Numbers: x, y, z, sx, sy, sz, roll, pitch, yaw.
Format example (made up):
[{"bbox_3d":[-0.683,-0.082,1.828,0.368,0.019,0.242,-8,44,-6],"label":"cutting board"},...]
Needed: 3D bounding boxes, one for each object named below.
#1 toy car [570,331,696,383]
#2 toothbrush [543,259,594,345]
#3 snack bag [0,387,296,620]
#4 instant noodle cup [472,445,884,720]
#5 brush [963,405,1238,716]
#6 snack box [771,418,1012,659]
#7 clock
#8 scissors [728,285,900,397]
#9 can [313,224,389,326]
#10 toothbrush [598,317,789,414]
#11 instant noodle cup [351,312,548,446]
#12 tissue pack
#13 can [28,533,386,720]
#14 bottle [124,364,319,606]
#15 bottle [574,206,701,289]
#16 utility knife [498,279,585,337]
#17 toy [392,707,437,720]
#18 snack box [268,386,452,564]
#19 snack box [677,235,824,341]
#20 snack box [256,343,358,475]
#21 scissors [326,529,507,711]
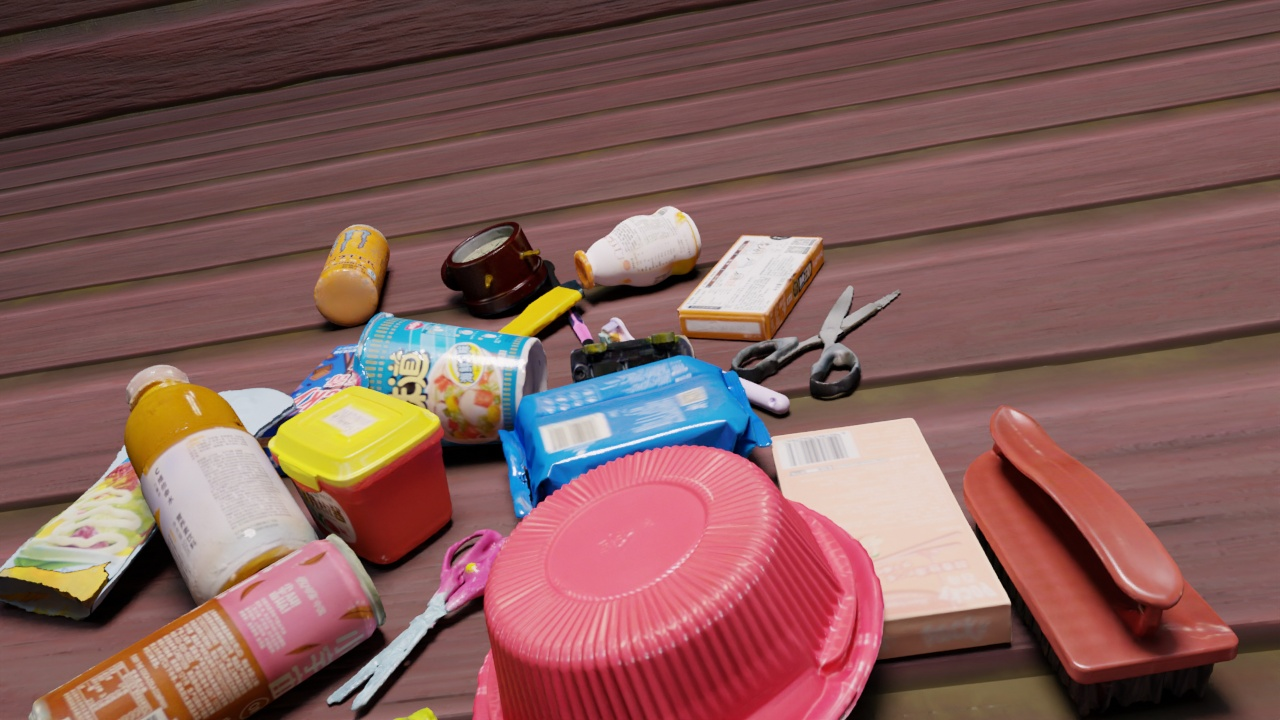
[{"bbox_3d":[-0.004,0.004,0.646,0.090,0.042,0.035,-8,5,19],"label":"toy car"},{"bbox_3d":[-0.066,-0.050,0.810,0.014,0.018,0.189,-17,31,-10],"label":"toothbrush"},{"bbox_3d":[-0.322,0.081,0.600,0.110,0.039,0.190,-7,35,28],"label":"snack bag"},{"bbox_3d":[0.003,0.100,0.403,0.194,0.066,0.193,-19,25,9],"label":"instant noodle cup"},{"bbox_3d":[0.188,0.077,0.403,0.063,0.069,0.145,-10,27,1],"label":"brush"},{"bbox_3d":[0.118,0.084,0.464,0.084,0.026,0.157,-9,27,4],"label":"snack box"},{"bbox_3d":[-0.138,-0.088,0.846,0.082,0.055,0.122,-38,31,-17],"label":"clock"},{"bbox_3d":[0.137,-0.017,0.669,0.159,0.014,0.170,-11,25,-6],"label":"scissors"},{"bbox_3d":[-0.283,-0.087,0.910,0.058,0.058,0.146,-13,27,-4],"label":"can"},{"bbox_3d":[0.034,0.004,0.658,0.021,0.029,0.189,16,5,-44],"label":"toothbrush"},{"bbox_3d":[-0.123,0.018,0.620,0.110,0.099,0.099,3,29,8],"label":"instant noodle cup"},{"bbox_3d":[-0.004,0.048,0.552,0.157,0.052,0.095,-15,29,-6],"label":"tissue pack"},{"bbox_3d":[-0.199,0.144,0.435,0.147,0.058,0.058,-30,33,-32],"label":"can"},{"bbox_3d":[-0.252,0.069,0.535,0.067,0.068,0.189,-27,50,-28],"label":"bottle"},{"bbox_3d":[-0.003,-0.095,0.813,0.108,0.063,0.063,-20,28,-17],"label":"bottle"},{"bbox_3d":[-0.111,-0.014,0.746,0.033,0.015,0.192,13,41,39],"label":"utility knife"},{"bbox_3d":[-0.106,0.182,0.357,0.100,0.031,0.096,-21,28,-9],"label":"toy"},{"bbox_3d":[-0.159,0.067,0.542,0.091,0.080,0.081,14,37,40],"label":"snack box"},{"bbox_3d":[0.094,-0.063,0.756,0.075,0.026,0.153,5,32,27],"label":"snack box"},{"bbox_3d":[-0.223,0.031,0.694,0.085,0.026,0.156,-6,27,14],"label":"snack box"},{"bbox_3d":[-0.113,0.130,0.480,0.137,0.017,0.077,-38,27,-32],"label":"scissors"}]
